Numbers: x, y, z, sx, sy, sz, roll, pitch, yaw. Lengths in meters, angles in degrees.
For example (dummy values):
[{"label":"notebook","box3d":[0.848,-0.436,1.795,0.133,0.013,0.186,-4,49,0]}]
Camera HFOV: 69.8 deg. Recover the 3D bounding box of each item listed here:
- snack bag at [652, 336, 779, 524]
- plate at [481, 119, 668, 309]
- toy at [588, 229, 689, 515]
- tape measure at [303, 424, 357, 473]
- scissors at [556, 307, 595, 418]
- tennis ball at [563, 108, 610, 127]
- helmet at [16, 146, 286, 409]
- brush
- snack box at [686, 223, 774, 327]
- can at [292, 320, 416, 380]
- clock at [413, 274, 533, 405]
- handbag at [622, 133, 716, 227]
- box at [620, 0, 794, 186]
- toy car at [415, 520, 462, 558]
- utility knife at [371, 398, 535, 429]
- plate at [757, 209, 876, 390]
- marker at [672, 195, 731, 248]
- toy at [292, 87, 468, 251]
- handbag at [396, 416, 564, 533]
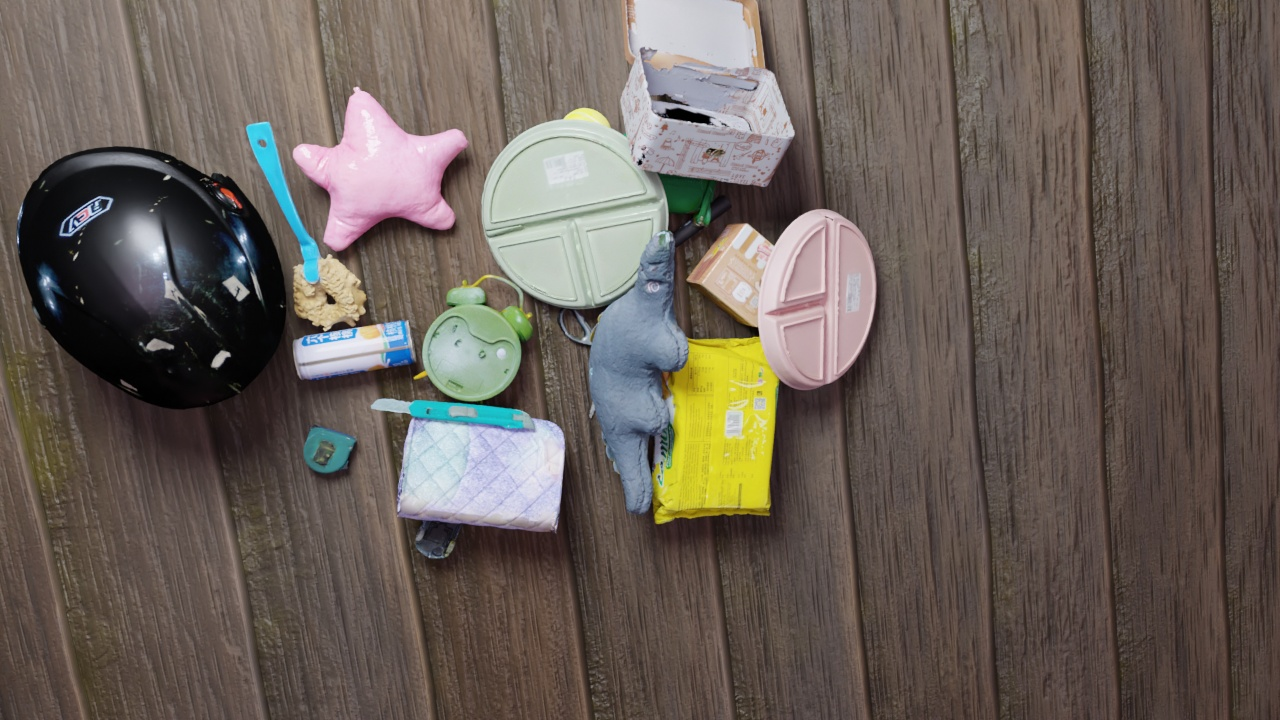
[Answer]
[{"label":"snack bag","box3d":[0.100,0.086,1.164,0.158,0.068,0.246,1,97,-13]},{"label":"plate","box3d":[-0.082,-0.169,1.093,0.230,0.027,0.230,3,110,8]},{"label":"toy","box3d":[-0.007,0.007,1.104,0.091,0.138,0.357,-6,116,-29]},{"label":"tape measure","box3d":[-0.379,0.110,1.112,0.058,0.025,0.054,20,92,-13]},{"label":"scissors","box3d":[-0.031,-0.011,1.177,0.159,0.014,0.177,-39,106,-3]},{"label":"tennis ball","box3d":[-0.067,-0.271,1.108,0.065,0.065,0.065,-1,97,-12]},{"label":"helmet","box3d":[-0.500,-0.082,0.961,0.233,0.230,0.275,-36,141,-6]},{"label":"brush","box3d":[-0.380,-0.142,1.029,0.083,0.045,0.255,-9,124,5]},{"label":"snack box","box3d":[0.129,-0.109,1.163,0.093,0.077,0.094,37,89,-14]},{"label":"can","box3d":[-0.338,-0.012,1.091,0.134,0.053,0.053,-10,99,-10]},{"label":"clock","box3d":[-0.198,-0.027,1.117,0.116,0.056,0.161,28,91,-14]},{"label":"handbag","box3d":[0.030,-0.224,1.123,0.131,0.068,0.120,-2,92,-20]},{"label":"box","box3d":[0.067,-0.336,1.083,0.177,0.088,0.261,4,55,-19]},{"label":"toy car","box3d":[-0.244,0.195,1.146,0.049,0.031,0.105,24,81,-12]},{"label":"utility knife","box3d":[-0.221,0.062,1.091,0.193,0.029,0.013,6,139,-12]},{"label":"plate","box3d":[0.230,-0.074,1.156,0.228,0.028,0.229,-10,105,-42]},{"label":"marker","box3d":[0.061,-0.164,1.171,0.132,0.020,0.022,-38,92,-5]},{"label":"toy","box3d":[-0.293,-0.226,1.060,0.194,0.074,0.179,-15,114,-13]},{"label":"handbag","box3d":[-0.191,0.134,1.115,0.193,0.076,0.134,9,65,-11]}]
